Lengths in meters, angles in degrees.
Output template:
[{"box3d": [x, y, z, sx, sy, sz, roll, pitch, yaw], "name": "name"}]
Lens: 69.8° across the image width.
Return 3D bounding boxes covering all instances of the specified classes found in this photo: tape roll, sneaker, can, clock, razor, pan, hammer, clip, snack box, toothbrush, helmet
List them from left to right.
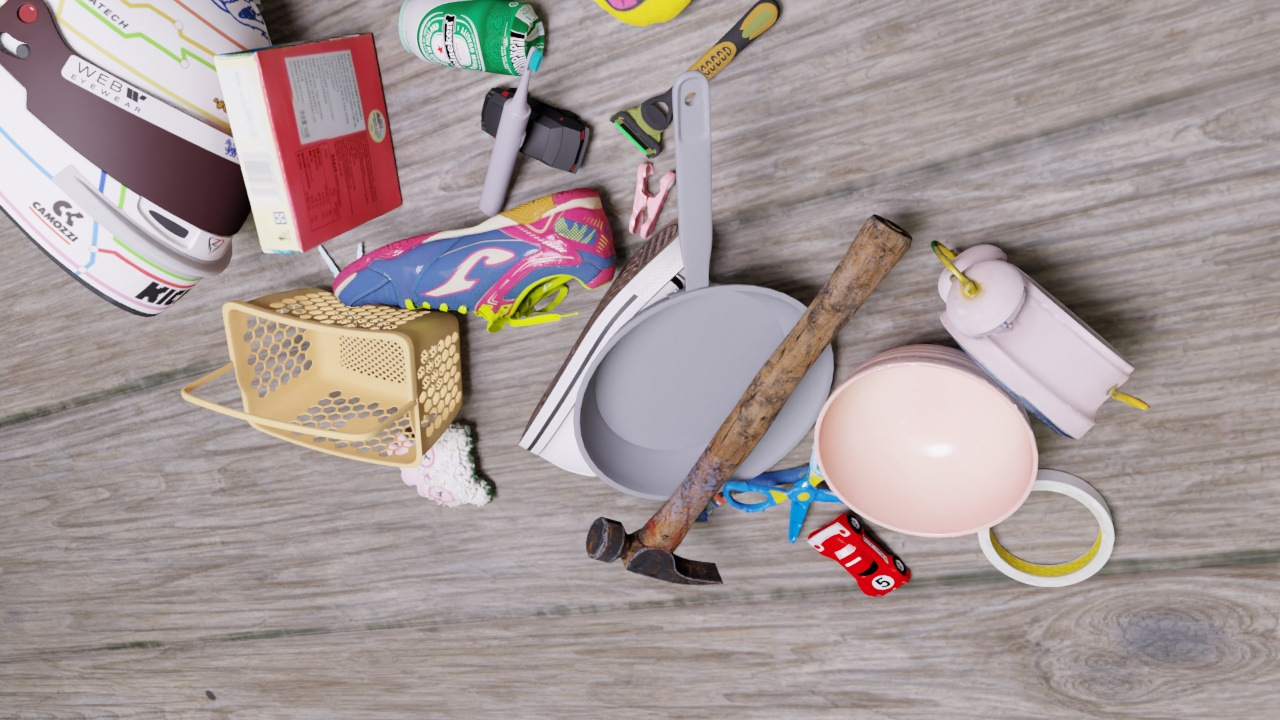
[{"box3d": [-0.397, -0.220, 0.697, 0.236, 0.231, 0.314, -45, 87, 4], "name": "helmet"}, {"box3d": [-0.248, -0.171, 0.709, 0.040, 0.144, 0.143, 3, 114, 18], "name": "snack box"}, {"box3d": [-0.135, -0.063, 0.729, 0.242, 0.116, 0.091, -13, 98, 20], "name": "sneaker"}, {"box3d": [-0.124, -0.243, 0.679, 0.101, 0.053, 0.053, 14, 117, 16], "name": "can"}, {"box3d": [-0.095, -0.163, 0.672, 0.019, 0.018, 0.188, 42, 151, 3], "name": "toothbrush"}, {"box3d": [-0.004, 0.004, 0.729, 0.097, 0.091, 0.246, 31, 118, -7], "name": "sneaker"}, {"box3d": [0.002, -0.125, 0.701, 0.045, 0.023, 0.060, 45, 120, 4], "name": "clip"}, {"box3d": [0.039, -0.035, 0.635, 0.200, 0.050, 0.357, -14, 130, -8], "name": "pan"}, {"box3d": [0.042, -0.202, 0.650, 0.044, 0.021, 0.144, 41, 124, -20], "name": "razor"}, {"box3d": [0.100, 0.104, 0.767, 0.141, 0.018, 0.044, -16, 108, 23], "name": "razor"}, {"box3d": [0.089, 0.041, 0.667, 0.120, 0.033, 0.331, 21, 117, -26], "name": "hammer"}, {"box3d": [0.246, -0.021, 0.598, 0.158, 0.116, 0.059, 41, 110, 0], "name": "clock"}, {"box3d": [0.305, 0.127, 0.694, 0.094, 0.019, 0.094, 9, 116, 18], "name": "tape roll"}]

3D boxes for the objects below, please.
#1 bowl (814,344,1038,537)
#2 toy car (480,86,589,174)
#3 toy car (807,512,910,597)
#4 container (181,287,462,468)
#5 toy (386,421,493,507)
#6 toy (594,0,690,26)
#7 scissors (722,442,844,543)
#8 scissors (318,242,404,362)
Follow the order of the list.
[{"box3d": [0.205, 0.047, 0.659, 0.153, 0.075, 0.153, 12, 127, 16], "name": "bowl"}, {"box3d": [-0.084, -0.177, 0.703, 0.092, 0.036, 0.042, 26, 120, 9], "name": "toy car"}, {"box3d": [0.179, 0.162, 0.752, 0.089, 0.025, 0.038, 43, 122, -11], "name": "toy car"}, {"box3d": [-0.260, 0.019, 0.770, 0.183, 0.166, 0.129, 11, 116, 18], "name": "container"}, {"box3d": [-0.198, 0.102, 0.877, 0.109, 0.041, 0.096, -3, 113, 29], "name": "toy"}, {"box3d": [-0.001, -0.276, 0.622, 0.095, 0.041, 0.094, 23, 123, 8], "name": "toy"}, {"box3d": [0.130, 0.102, 0.735, 0.125, 0.013, 0.131, 10, 130, -9], "name": "scissors"}, {"box3d": [-0.253, -0.048, 0.845, 0.119, 0.014, 0.129, 20, 117, 16], "name": "scissors"}]
